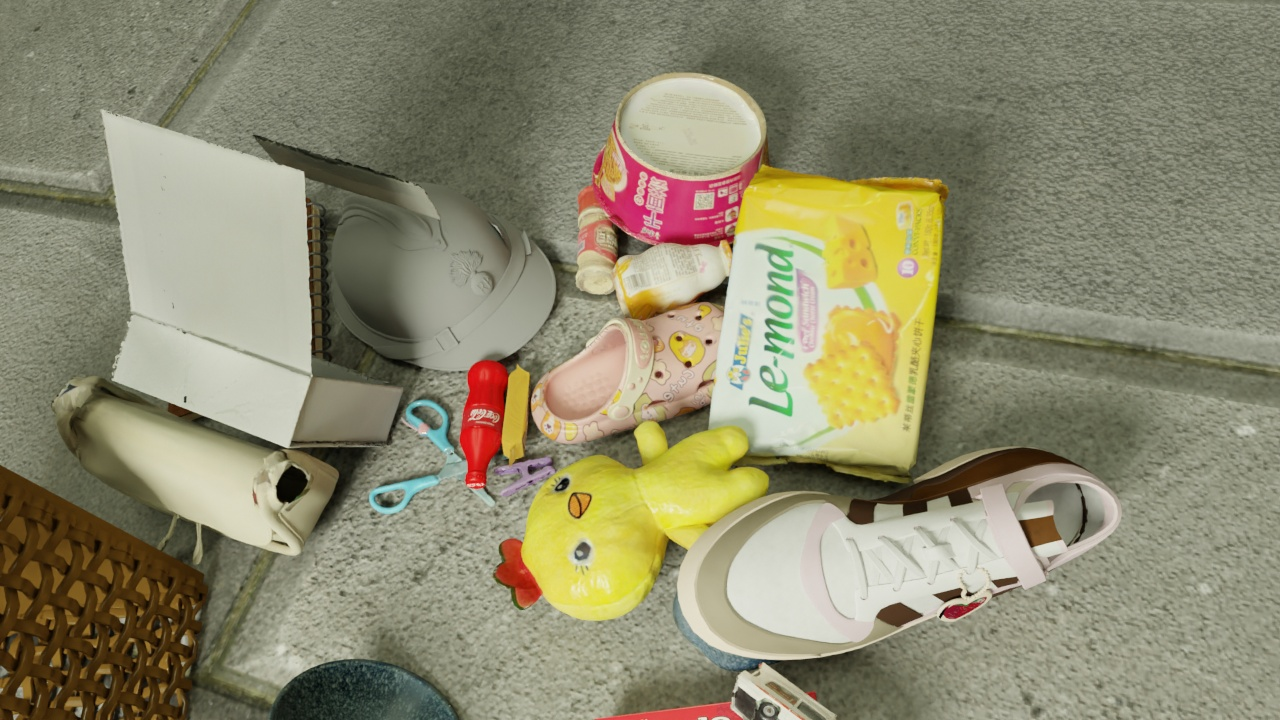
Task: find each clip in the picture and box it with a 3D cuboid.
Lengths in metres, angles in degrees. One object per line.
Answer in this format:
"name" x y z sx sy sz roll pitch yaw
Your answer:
"clip" -0.096 0.097 0.773 0.051 0.013 0.032 -15 62 -5

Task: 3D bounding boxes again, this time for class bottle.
"bottle" -0.040 -0.115 0.873 0.044 0.044 0.109 -7 58 10
"bottle" -0.136 0.055 0.788 0.036 0.036 0.118 -8 52 9
"bottle" 0.031 -0.075 0.818 0.109 0.063 0.063 -17 57 3

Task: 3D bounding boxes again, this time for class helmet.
"helmet" -0.212 -0.105 0.862 0.271 0.118 0.183 25 68 30

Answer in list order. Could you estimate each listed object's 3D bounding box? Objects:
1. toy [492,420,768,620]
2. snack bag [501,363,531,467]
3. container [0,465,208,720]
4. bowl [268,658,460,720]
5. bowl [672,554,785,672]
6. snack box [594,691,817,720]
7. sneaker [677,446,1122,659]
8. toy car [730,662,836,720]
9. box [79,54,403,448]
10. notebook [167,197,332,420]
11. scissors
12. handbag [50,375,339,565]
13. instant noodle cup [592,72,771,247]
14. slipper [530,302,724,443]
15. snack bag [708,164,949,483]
"toy" -0.006 0.119 0.680 0.208 0.092 0.133 -33 44 9
"snack bag" -0.106 0.046 0.792 0.020 0.026 0.099 1 47 -1
"container" -0.490 0.232 0.646 0.220 0.252 0.213 -10 57 7
"bowl" -0.198 0.281 0.649 0.137 0.136 0.057 34 111 29
"bowl" 0.074 0.165 0.665 0.110 0.055 0.110 -6 59 10
"snack box" 0.051 0.298 0.600 0.152 0.036 0.132 -10 57 8
"sneaker" 0.173 0.126 0.589 0.293 0.116 0.111 -10 81 -10
"toy car" 0.110 0.237 0.580 0.113 0.039 0.038 29 48 27
"box" -0.298 -0.052 0.710 0.167 0.331 0.164 18 38 12
"notebook" -0.393 -0.056 0.931 0.167 0.024 0.225 -19 57 7
"scissors" -0.182 0.095 0.798 0.129 0.015 0.135 -42 56 -14
"handbag" -0.367 0.105 0.747 0.229 0.184 0.131 17 68 9
"instant noodle cup" 0.044 -0.195 0.854 0.178 0.078 0.178 1 57 -2
"slipper" -0.005 0.005 0.769 0.197 0.081 0.093 -24 58 1
"snack bag" 0.148 -0.031 0.719 0.160 0.068 0.247 8 86 21
